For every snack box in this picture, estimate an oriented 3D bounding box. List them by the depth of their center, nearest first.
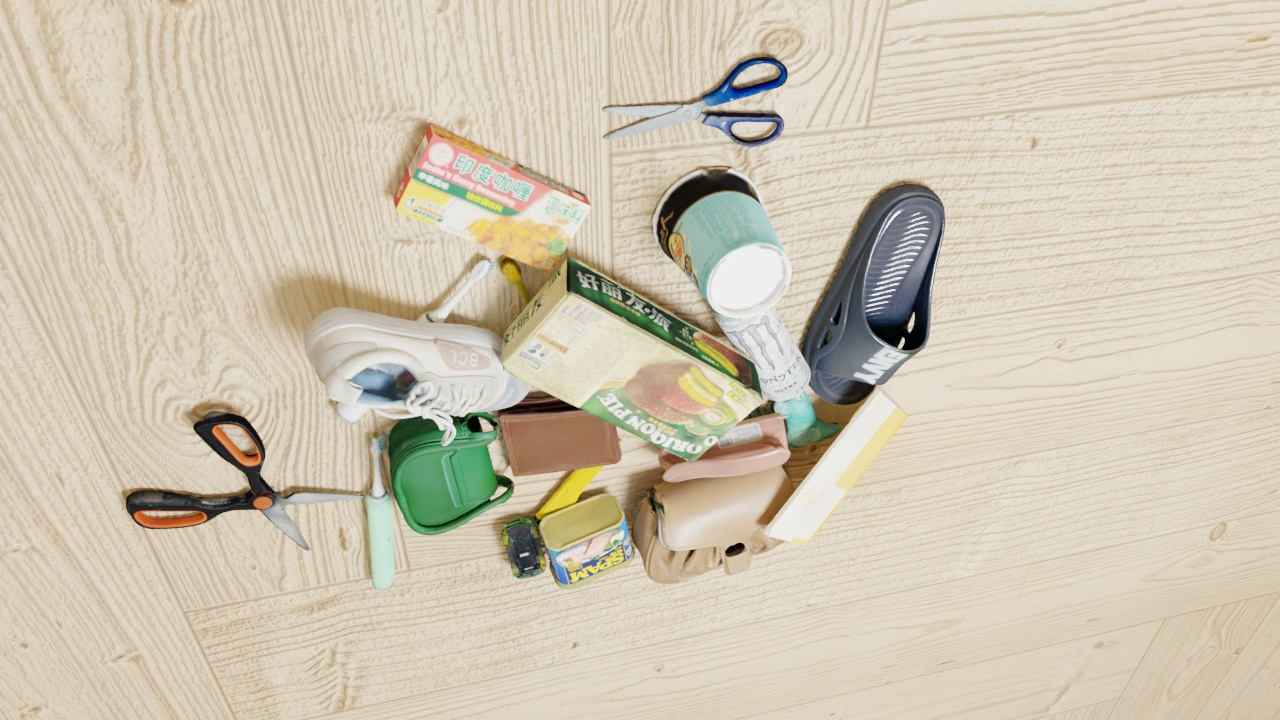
[{"bbox_3d":[-0.129,-0.139,0.808,0.155,0.027,0.077,20,117,-30],"label":"snack box"},{"bbox_3d":[-0.005,0.005,0.896,0.240,0.063,0.115,27,125,-27],"label":"snack box"}]

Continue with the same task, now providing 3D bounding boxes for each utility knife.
[{"bbox_3d":[-0.073,0.141,1.052,0.033,0.015,0.154,23,116,-39],"label":"utility knife"}]

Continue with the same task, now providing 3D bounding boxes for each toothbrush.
[{"bbox_3d":[-0.216,-0.018,0.875,0.221,0.027,0.026,-43,169,17],"label":"toothbrush"},{"bbox_3d":[-0.095,-0.028,0.912,0.016,0.016,0.190,-23,130,2],"label":"toothbrush"},{"bbox_3d":[-0.284,0.169,1.000,0.027,0.026,0.225,-35,144,-44],"label":"toothbrush"}]

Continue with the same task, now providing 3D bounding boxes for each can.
[{"bbox_3d":[0.127,-0.021,0.961,0.058,0.058,0.147,-31,130,7],"label":"can"},{"bbox_3d":[-0.063,0.210,1.071,0.102,0.057,0.083,-21,137,-11],"label":"can"}]

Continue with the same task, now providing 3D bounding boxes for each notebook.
[{"bbox_3d":[0.233,0.131,1.079,0.206,0.010,0.145,-53,148,5],"label":"notebook"}]

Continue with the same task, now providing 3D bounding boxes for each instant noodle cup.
[{"bbox_3d":[0.080,-0.103,0.841,0.111,0.120,0.111,-9,129,-11],"label":"instant noodle cup"}]

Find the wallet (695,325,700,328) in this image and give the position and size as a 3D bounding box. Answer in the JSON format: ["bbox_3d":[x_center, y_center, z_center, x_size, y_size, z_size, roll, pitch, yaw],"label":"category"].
[{"bbox_3d":[0.023,0.014,0.974,0.090,0.033,0.115,12,123,-22],"label":"wallet"}]

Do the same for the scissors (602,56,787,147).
[{"bbox_3d":[0.053,-0.228,0.807,0.171,0.012,0.141,16,122,-27],"label":"scissors"}]

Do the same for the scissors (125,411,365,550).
[{"bbox_3d":[-0.404,0.131,0.938,0.234,0.021,0.221,-6,133,-14],"label":"scissors"}]

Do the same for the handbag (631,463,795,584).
[{"bbox_3d":[0.094,0.189,1.087,0.204,0.099,0.148,-19,134,-11],"label":"handbag"}]

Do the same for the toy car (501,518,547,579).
[{"bbox_3d":[-0.137,0.219,1.079,0.043,0.036,0.091,-13,130,-7],"label":"toy car"}]

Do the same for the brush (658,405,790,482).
[{"bbox_3d":[0.091,0.099,1.026,0.146,0.073,0.063,-12,124,4],"label":"brush"}]

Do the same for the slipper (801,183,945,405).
[{"bbox_3d":[0.251,-0.050,0.965,0.110,0.083,0.269,3,124,-17],"label":"slipper"}]

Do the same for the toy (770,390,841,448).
[{"bbox_3d":[0.178,0.068,1.068,0.096,0.030,0.092,-21,126,9],"label":"toy"}]

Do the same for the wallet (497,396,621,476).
[{"bbox_3d":[-0.085,0.080,0.980,0.124,0.032,0.101,-6,133,0],"label":"wallet"}]

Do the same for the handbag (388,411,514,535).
[{"bbox_3d":[-0.198,0.114,0.957,0.120,0.068,0.131,-14,130,-7],"label":"handbag"}]

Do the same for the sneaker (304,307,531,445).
[{"bbox_3d":[-0.185,0.021,0.842,0.241,0.090,0.090,15,125,-48],"label":"sneaker"}]
